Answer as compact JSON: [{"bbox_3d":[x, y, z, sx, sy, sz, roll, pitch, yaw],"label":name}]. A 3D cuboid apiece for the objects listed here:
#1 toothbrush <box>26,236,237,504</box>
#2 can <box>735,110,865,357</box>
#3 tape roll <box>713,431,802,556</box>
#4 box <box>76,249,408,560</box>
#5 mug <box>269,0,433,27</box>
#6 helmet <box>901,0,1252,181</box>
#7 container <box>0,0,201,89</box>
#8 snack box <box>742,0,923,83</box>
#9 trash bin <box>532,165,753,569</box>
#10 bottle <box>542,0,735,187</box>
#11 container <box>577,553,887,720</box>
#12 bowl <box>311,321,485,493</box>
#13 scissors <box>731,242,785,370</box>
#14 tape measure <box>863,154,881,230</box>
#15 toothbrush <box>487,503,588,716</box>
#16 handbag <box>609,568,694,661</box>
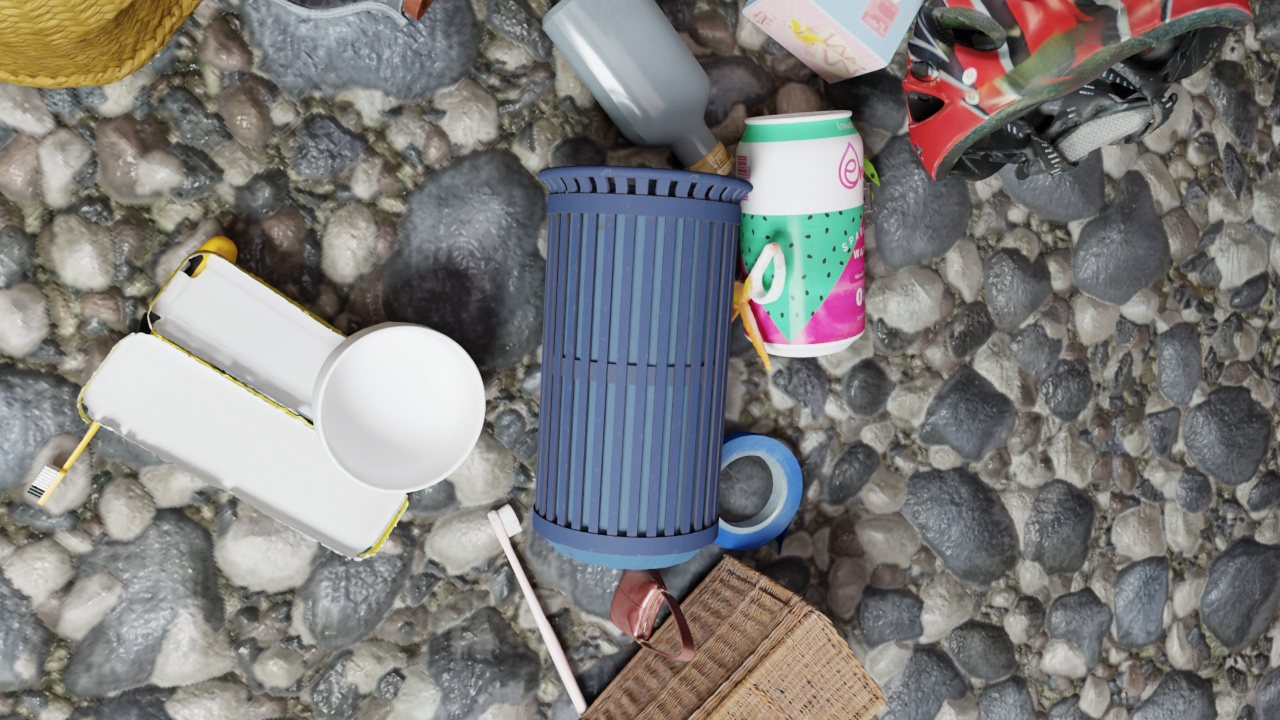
[{"bbox_3d":[-0.313,0.005,0.568,0.031,0.031,0.196,36,85,-23],"label":"toothbrush"},{"bbox_3d":[0.115,-0.091,0.659,0.088,0.088,0.166,-10,107,-17],"label":"can"},{"bbox_3d":[0.081,0.102,0.716,0.093,0.016,0.091,17,90,-19],"label":"tape roll"},{"bbox_3d":[-0.227,0.035,0.588,0.209,0.023,0.127,38,86,-29],"label":"box"},{"bbox_3d":[-0.178,-0.261,0.567,0.111,0.081,0.117,29,106,-15],"label":"mug"},{"bbox_3d":[0.285,-0.215,0.635,0.218,0.271,0.167,-26,89,26],"label":"helmet"},{"bbox_3d":[-0.347,-0.306,0.440,0.306,0.197,0.307,-1,94,-18],"label":"container"},{"bbox_3d":[0.145,-0.272,0.666,0.094,0.079,0.093,31,86,-21],"label":"snack box"},{"bbox_3d":[-0.004,0.004,0.616,0.139,0.139,0.249,1,97,-19],"label":"trash bin"},{"bbox_3d":[0.007,-0.193,0.646,0.072,0.046,0.161,-42,107,-10],"label":"bottle"},{"bbox_3d":[0.060,0.254,0.666,0.198,0.113,0.114,-44,117,-10],"label":"container"},{"bbox_3d":[-0.155,0.027,0.579,0.104,0.054,0.105,-6,102,-28],"label":"bowl"},{"bbox_3d":[0.071,-0.049,0.652,0.011,0.129,0.125,-11,67,-22],"label":"scissors"},{"bbox_3d":[0.157,-0.128,0.708,0.058,0.036,0.065,-12,99,-17],"label":"tape measure"},{"bbox_3d":[-0.070,0.188,0.676,0.018,0.016,0.181,-25,102,-21],"label":"toothbrush"},{"bbox_3d":[0.012,0.183,0.647,0.029,0.120,0.055,23,88,-19],"label":"handbag"}]
